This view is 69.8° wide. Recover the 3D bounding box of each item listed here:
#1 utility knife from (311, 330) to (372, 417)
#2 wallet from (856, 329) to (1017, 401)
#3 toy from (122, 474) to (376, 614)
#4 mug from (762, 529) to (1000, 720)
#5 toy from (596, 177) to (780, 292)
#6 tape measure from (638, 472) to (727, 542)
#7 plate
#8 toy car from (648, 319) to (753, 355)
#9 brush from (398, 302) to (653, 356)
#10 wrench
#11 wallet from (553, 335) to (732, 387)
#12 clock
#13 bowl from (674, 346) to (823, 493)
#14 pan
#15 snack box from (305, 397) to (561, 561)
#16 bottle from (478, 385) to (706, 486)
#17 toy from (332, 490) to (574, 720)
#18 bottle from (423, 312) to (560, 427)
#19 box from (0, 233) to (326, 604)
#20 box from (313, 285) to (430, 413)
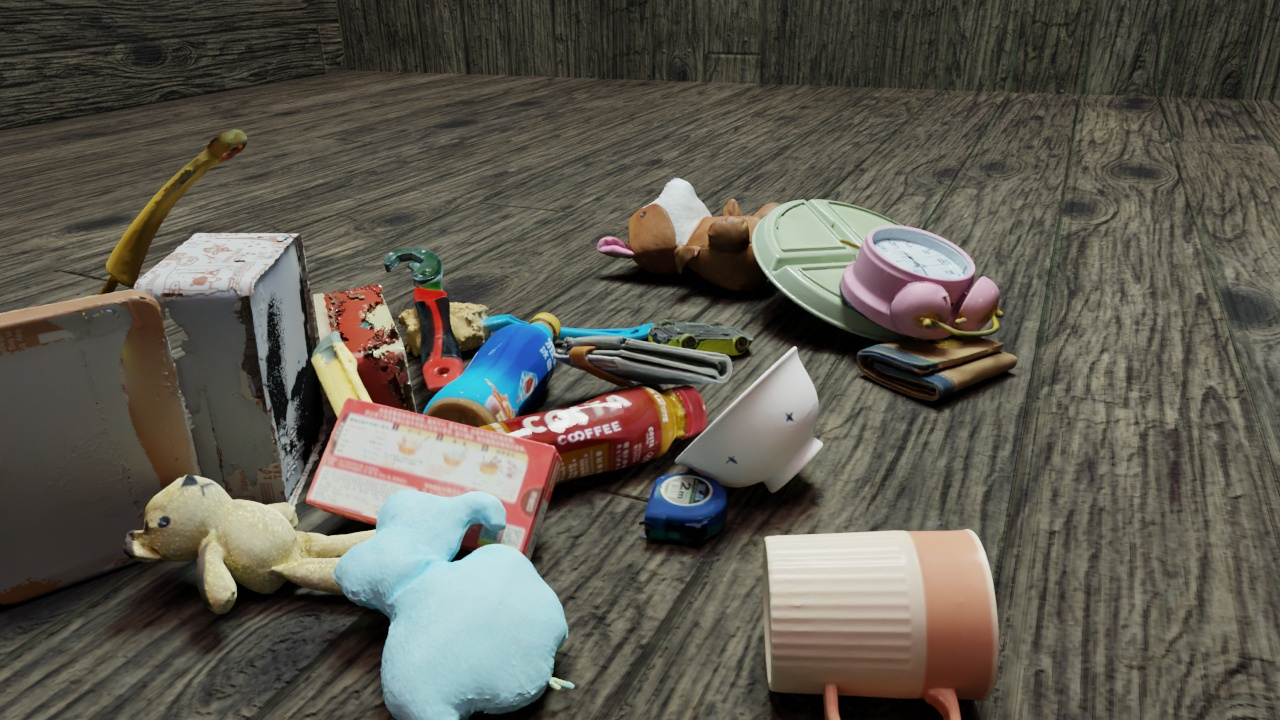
[{"bbox_3d":[-0.185,0.056,0.641,0.031,0.021,0.204,-32,67,-9],"label":"utility knife"},{"bbox_3d":[0.263,0.000,0.814,0.115,0.033,0.090,-14,26,-33],"label":"wallet"},{"bbox_3d":[-0.223,0.110,0.558,0.157,0.066,0.105,13,27,-4],"label":"toy"},{"bbox_3d":[0.117,0.142,0.461,0.106,0.082,0.114,-1,54,5],"label":"mug"},{"bbox_3d":[0.059,-0.145,1.051,0.200,0.130,0.139,7,19,42],"label":"toy"},{"bbox_3d":[0.031,0.099,0.613,0.054,0.025,0.058,5,29,10],"label":"tape measure"},{"bbox_3d":[0.226,-0.100,0.941,0.230,0.028,0.229,11,40,-10],"label":"plate"},{"bbox_3d":[0.057,-0.017,0.863,0.105,0.032,0.048,-2,21,-30],"label":"toy car"},{"bbox_3d":[-0.112,-0.029,0.902,0.254,0.046,0.083,1,21,-3],"label":"brush"},{"bbox_3d":[-0.200,-0.047,0.865,0.056,0.016,0.273,-15,35,-14],"label":"wrench"},{"bbox_3d":[-0.004,0.004,0.744,0.106,0.037,0.130,10,-5,-26],"label":"wallet"},{"bbox_3d":[0.255,-0.065,0.830,0.117,0.060,0.158,-5,40,-26],"label":"clock"},{"bbox_3d":[0.088,0.054,0.646,0.065,0.119,0.118,47,39,7],"label":"bowl"},{"bbox_3d":[-0.419,-0.038,0.678,0.357,0.078,0.197,-35,12,-2],"label":"pan"},{"bbox_3d":[-0.134,0.077,0.597,0.153,0.025,0.075,12,70,12],"label":"snack box"},{"bbox_3d":[-0.034,0.056,0.672,0.174,0.057,0.057,-14,27,-25],"label":"bottle"},{"bbox_3d":[-0.100,0.133,0.503,0.156,0.050,0.161,13,37,16],"label":"toy"},{"bbox_3d":[-0.111,0.011,0.768,0.065,0.065,0.218,4,25,12],"label":"bottle"},{"bbox_3d":[-0.310,0.028,0.609,0.134,0.180,0.269,11,26,22],"label":"box"},{"bbox_3d":[-0.226,-0.003,0.776,0.076,0.091,0.168,-13,27,-17],"label":"box"}]
